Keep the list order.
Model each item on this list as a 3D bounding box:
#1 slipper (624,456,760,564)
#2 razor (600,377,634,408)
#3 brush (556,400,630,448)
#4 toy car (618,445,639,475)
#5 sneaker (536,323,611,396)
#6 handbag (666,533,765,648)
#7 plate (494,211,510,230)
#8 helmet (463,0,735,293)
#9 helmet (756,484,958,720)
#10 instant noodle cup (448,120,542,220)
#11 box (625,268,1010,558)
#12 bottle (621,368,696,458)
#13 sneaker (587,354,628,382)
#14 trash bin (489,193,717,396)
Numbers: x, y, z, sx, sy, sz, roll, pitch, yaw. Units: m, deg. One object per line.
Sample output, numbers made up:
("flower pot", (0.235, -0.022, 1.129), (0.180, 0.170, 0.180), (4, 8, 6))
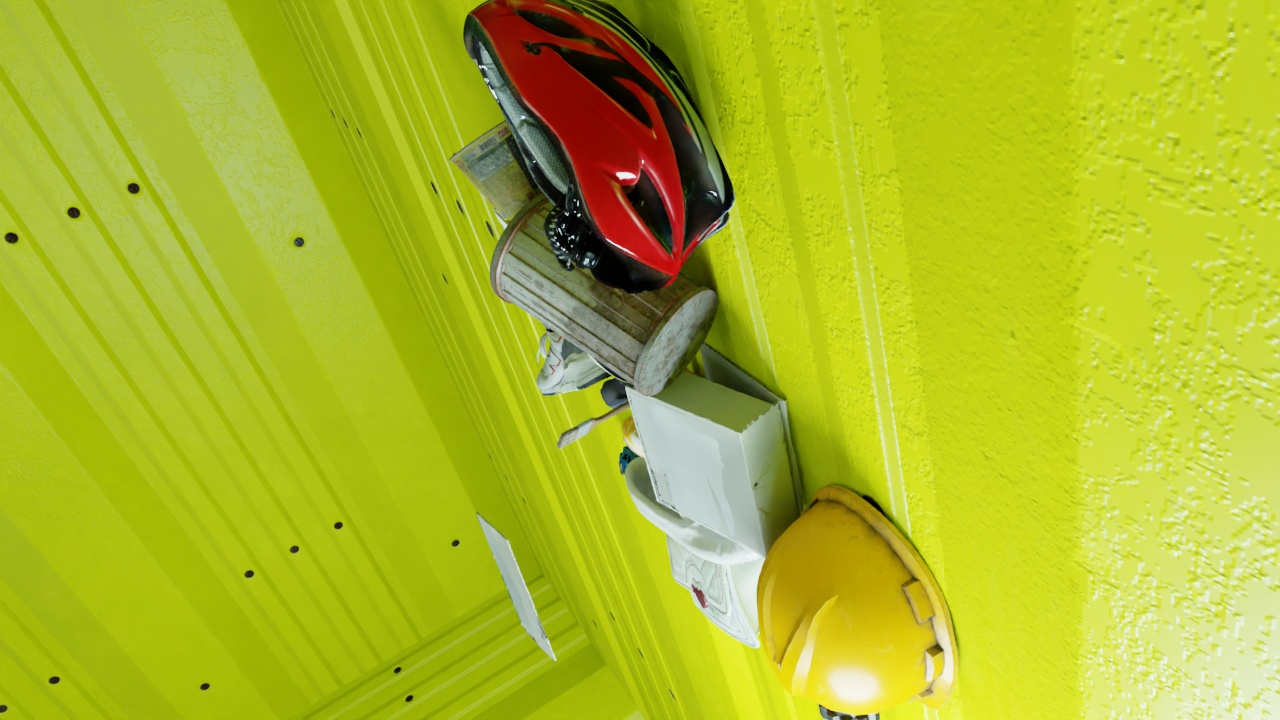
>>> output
("slipper", (0.070, 0.166, 1.081), (0.247, 0.112, 0.074), (17, 159, 50))
("razor", (-0.019, 0.028, 1.238), (0.047, 0.052, 0.143), (61, 158, 10))
("brush", (-0.048, 0.077, 1.229), (0.008, 0.142, 0.045), (55, 154, 15))
("toy car", (0.000, 0.155, 1.366), (0.120, 0.056, 0.043), (-155, 62, -71))
("sneaker", (-0.108, -0.022, 1.373), (0.240, 0.088, 0.124), (-9, 105, 63))
("handbag", (0.108, 0.265, 1.159), (0.142, 0.096, 0.199), (65, 165, -8))
("plate", (-0.154, -0.160, 1.278), (0.134, 0.011, 0.134), (41, -175, -5))
("helmet", (-0.040, -0.184, 0.747), (0.272, 0.167, 0.217), (54, 174, 5))
("helmet", (0.181, 0.254, 0.871), (0.205, 0.131, 0.256), (40, 152, 52))
("instant noodle cup", (-0.180, -0.248, 1.207), (0.108, 0.102, 0.102), (57, 165, -13))
("box", (0.205, 0.034, 1.000), (0.172, 0.403, 0.169), (38, 148, 52))
("bottle", (0.028, 0.059, 1.048), (0.063, 0.109, 0.063), (34, -166, -10))
("sneaker", (-0.069, -0.067, 1.151), (0.233, 0.091, 0.119), (61, 159, 2))
("trash bin", (-0.043, -0.073, 0.919), (0.211, 0.130, 0.131), (35, 154, 21))
